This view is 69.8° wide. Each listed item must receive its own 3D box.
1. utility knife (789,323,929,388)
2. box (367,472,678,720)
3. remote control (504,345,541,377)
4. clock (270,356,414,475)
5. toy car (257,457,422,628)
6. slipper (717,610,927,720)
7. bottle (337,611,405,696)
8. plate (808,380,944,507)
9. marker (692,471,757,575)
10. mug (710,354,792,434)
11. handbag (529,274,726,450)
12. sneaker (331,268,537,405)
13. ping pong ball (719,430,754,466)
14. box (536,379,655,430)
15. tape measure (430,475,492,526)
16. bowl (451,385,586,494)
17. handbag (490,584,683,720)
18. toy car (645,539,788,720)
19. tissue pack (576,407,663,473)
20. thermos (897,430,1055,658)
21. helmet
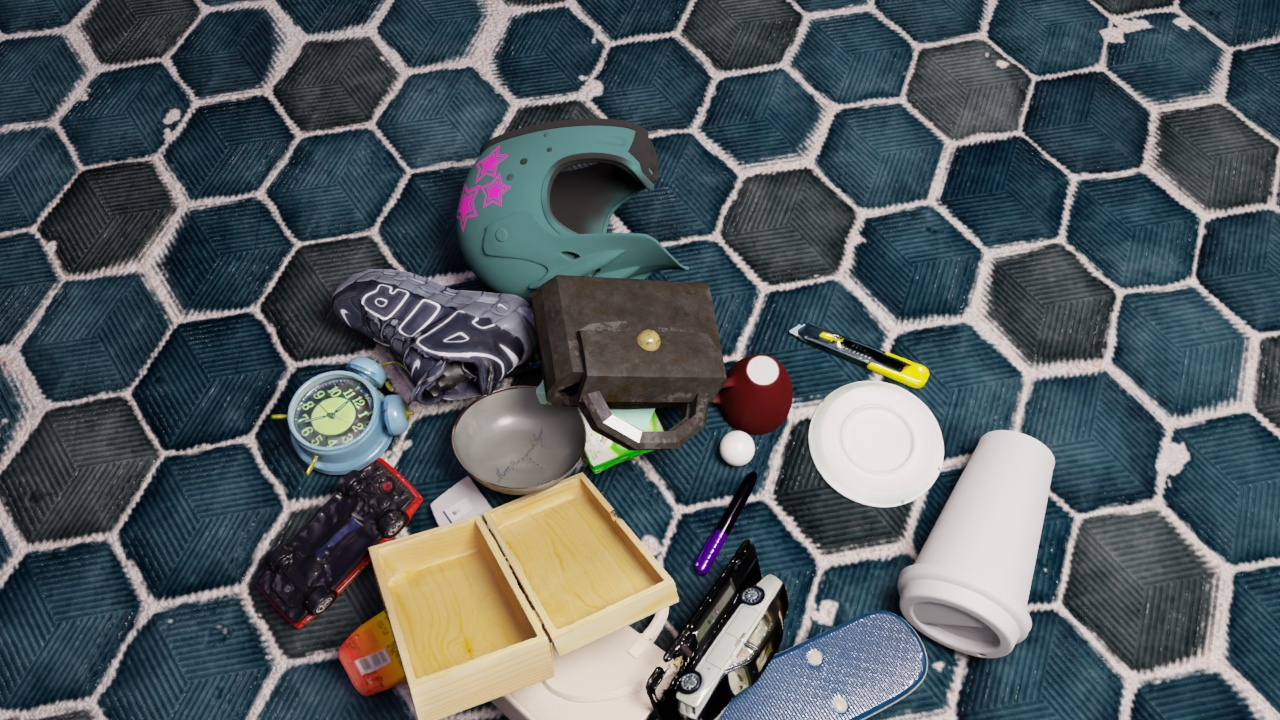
[{"bbox_3d":[0.262,-0.009,1.106,0.172,0.020,0.028,22,65,11],"label":"utility knife"},{"bbox_3d":[-0.125,0.214,0.899,0.253,0.068,0.247,-23,26,-15],"label":"box"},{"bbox_3d":[-0.179,0.007,1.099,0.140,0.021,0.045,-12,48,-7],"label":"remote control"},{"bbox_3d":[-0.331,0.059,1.057,0.161,0.060,0.118,-36,68,-19],"label":"clock"},{"bbox_3d":[-0.325,0.196,0.995,0.081,0.056,0.189,39,78,18],"label":"toy car"},{"bbox_3d":[0.150,0.352,0.918,0.295,0.060,0.118,-32,66,-3],"label":"slipper"},{"bbox_3d":[-0.242,0.287,0.956,0.134,0.048,0.071,-32,69,-13],"label":"bottle"},{"bbox_3d":[0.273,0.093,1.061,0.157,0.014,0.156,0,65,0],"label":"plate"},{"bbox_3d":[0.096,0.179,1.021,0.018,0.015,0.133,37,68,-11],"label":"marker"},{"bbox_3d":[0.121,0.031,1.049,0.114,0.088,0.087,-6,65,-2],"label":"mug"},{"bbox_3d":[-0.005,0.006,0.975,0.197,0.103,0.199,0,59,-22],"label":"handbag"},{"bbox_3d":[-0.250,-0.014,1.039,0.253,0.097,0.150,11,43,9],"label":"sneaker"},{"bbox_3d":[0.110,0.100,1.044,0.040,0.040,0.040,0,65,0],"label":"ping pong ball"},{"bbox_3d":[-0.025,-0.010,1.067,0.139,0.052,0.186,11,50,17],"label":"box"},{"bbox_3d":[-0.198,0.169,1.026,0.062,0.020,0.060,-35,70,-15],"label":"tape measure"},{"bbox_3d":[-0.133,0.100,1.027,0.151,0.057,0.150,0,44,-1],"label":"bowl"},{"bbox_3d":[-0.051,0.294,0.936,0.194,0.101,0.197,37,59,16],"label":"handbag"},{"bbox_3d":[0.090,0.280,0.904,0.071,0.094,0.191,17,49,36],"label":"toy car"},{"bbox_3d":[-0.033,0.068,1.065,0.099,0.034,0.114,-20,69,-10],"label":"tissue pack"},{"bbox_3d":[0.364,0.184,0.965,0.131,0.132,0.221,26,60,12],"label":"thermos"},{"bbox_3d":[-0.084,-0.157,1.072,0.275,0.176,0.200,-7,76,22],"label":"helmet"}]
